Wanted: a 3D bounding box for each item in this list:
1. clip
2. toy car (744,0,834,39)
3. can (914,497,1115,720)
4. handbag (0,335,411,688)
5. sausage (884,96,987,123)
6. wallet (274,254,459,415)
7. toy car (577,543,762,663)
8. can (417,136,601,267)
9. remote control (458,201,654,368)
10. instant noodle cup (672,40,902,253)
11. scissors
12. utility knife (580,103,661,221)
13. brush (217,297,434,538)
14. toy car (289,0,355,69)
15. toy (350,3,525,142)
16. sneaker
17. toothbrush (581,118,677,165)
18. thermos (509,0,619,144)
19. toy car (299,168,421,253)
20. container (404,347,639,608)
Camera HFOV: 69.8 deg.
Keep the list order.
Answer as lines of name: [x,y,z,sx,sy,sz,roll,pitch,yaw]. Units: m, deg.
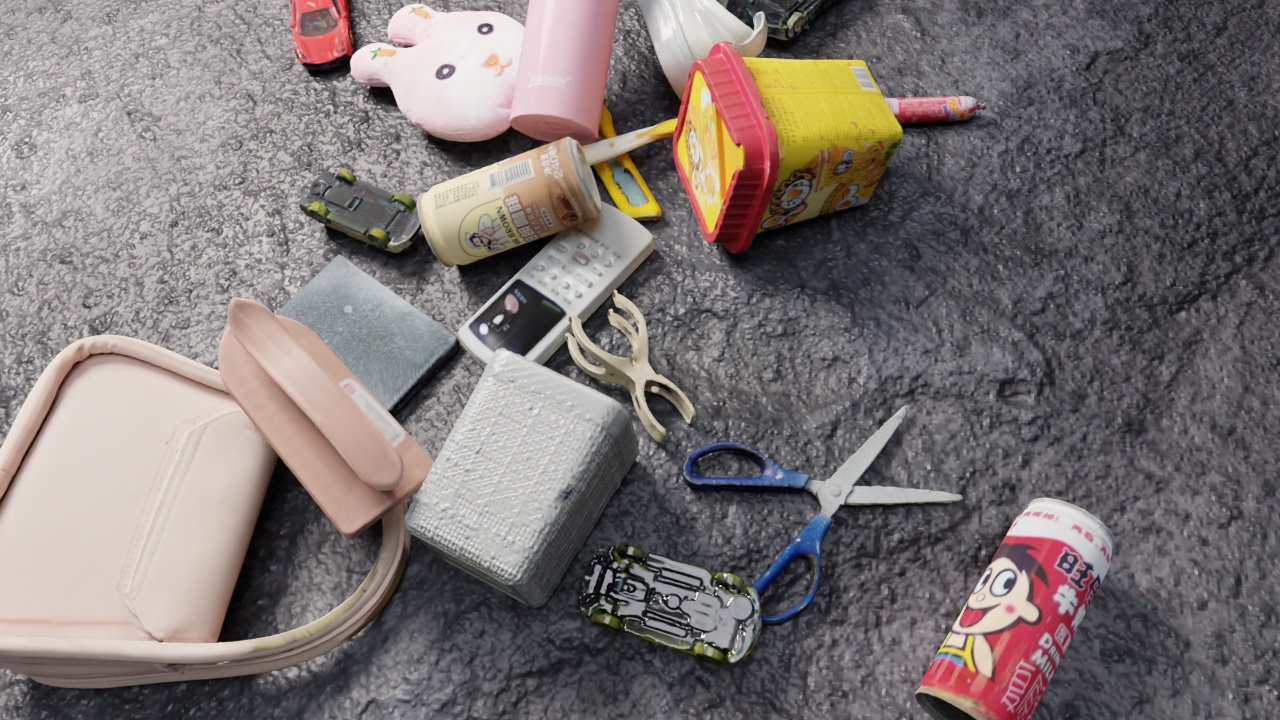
clip: [0.003,-0.004,0.598,0.104,0.035,0.083,35,62,10]
toy car: [0.129,-0.295,0.744,0.049,0.031,0.105,40,70,22]
can: [0.205,0.141,0.497,0.053,0.053,0.132,33,69,19]
handbag: [-0.255,0.098,0.544,0.234,0.093,0.193,9,62,-1]
sausage: [0.182,-0.188,0.692,0.156,0.020,0.020,0,62,4]
wallet: [-0.197,-0.010,0.624,0.121,0.019,0.097,33,68,17]
toy car: [0.017,0.139,0.521,0.105,0.032,0.048,13,64,13]
can: [-0.089,-0.108,0.634,0.116,0.058,0.058,-18,62,8]
remote control: [-0.057,-0.049,0.633,0.058,0.021,0.149,35,69,20]
instant noodle cup: [0.100,-0.149,0.632,0.123,0.116,0.116,-11,62,-16]
scissors: [0.105,0.086,0.556,0.162,0.012,0.174,21,65,14]
utility knife: [-0.026,-0.162,0.693,0.033,0.015,0.153,-26,64,-7]
brush: [-0.184,0.027,0.521,0.063,0.073,0.145,-38,80,-28]
toy car: [-0.268,-0.287,0.767,0.049,0.031,0.106,-14,64,-3]
toy: [-0.152,-0.229,0.717,0.159,0.054,0.121,25,67,20]
sneaker: [0.031,-0.321,0.726,0.091,0.089,0.242,-25,65,13]
toothbrush: [0.015,-0.168,0.683,0.191,0.018,0.016,-21,66,-14]
thermos: [-0.038,-0.261,0.669,0.087,0.067,0.198,9,85,10]
toy car: [-0.199,-0.106,0.663,0.090,0.035,0.042,22,67,14]
container: [-0.068,0.072,0.534,0.090,0.090,0.114,24,70,16]
